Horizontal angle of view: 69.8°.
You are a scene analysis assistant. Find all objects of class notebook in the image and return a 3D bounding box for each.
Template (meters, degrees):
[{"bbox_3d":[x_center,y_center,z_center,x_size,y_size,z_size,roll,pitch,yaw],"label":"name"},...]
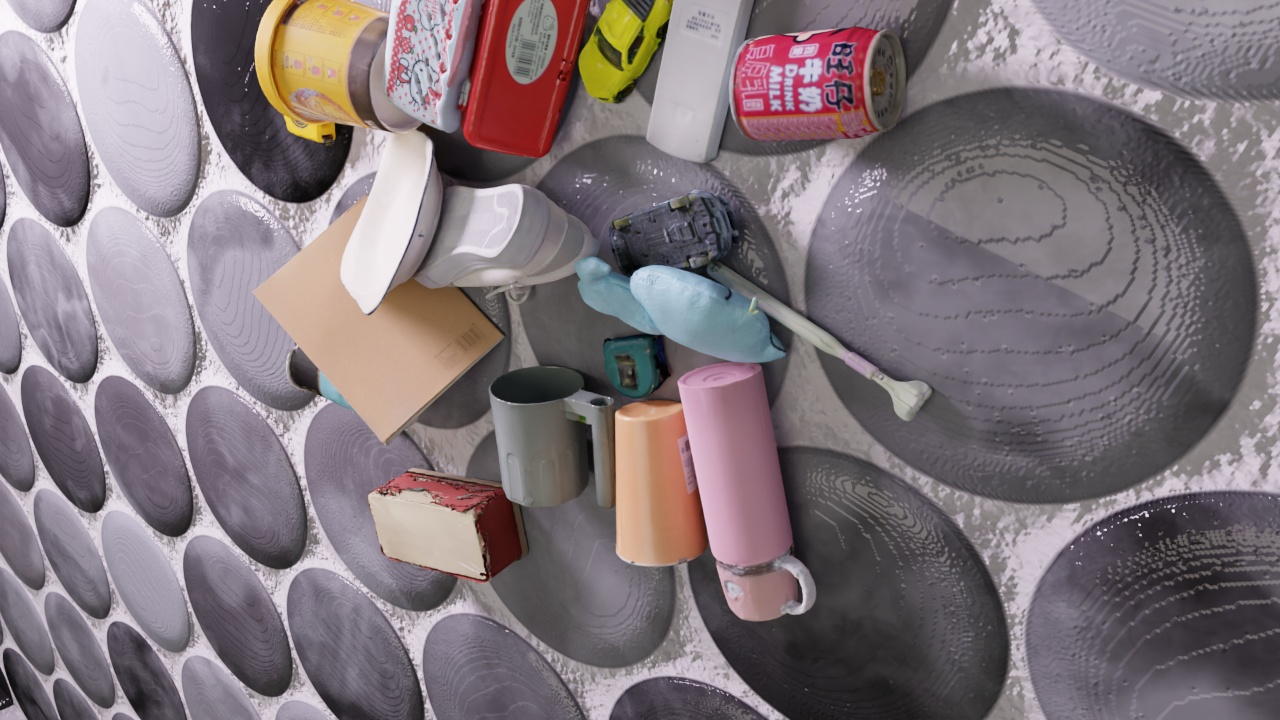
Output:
[{"bbox_3d":[-0.253,-0.044,0.879,0.211,0.149,0.012,45,173,15],"label":"notebook"}]

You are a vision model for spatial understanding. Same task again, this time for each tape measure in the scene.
[{"bbox_3d":[-0.005,0.004,0.767,0.058,0.025,0.054,-5,104,39],"label":"tape measure"},{"bbox_3d":[-0.326,-0.247,0.907,0.060,0.028,0.057,21,120,29],"label":"tape measure"}]

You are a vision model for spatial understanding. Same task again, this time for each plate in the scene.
[{"bbox_3d":[-0.218,-0.125,0.827,0.163,0.034,0.164,37,106,55],"label":"plate"}]

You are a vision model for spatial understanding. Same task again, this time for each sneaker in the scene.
[{"bbox_3d":[-0.120,-0.099,0.788,0.243,0.090,0.089,3,77,55],"label":"sneaker"}]

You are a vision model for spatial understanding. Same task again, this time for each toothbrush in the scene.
[{"bbox_3d":[0.123,-0.020,0.665,0.189,0.020,0.029,36,95,22],"label":"toothbrush"}]

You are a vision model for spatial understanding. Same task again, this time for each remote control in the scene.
[{"bbox_3d":[0.042,-0.210,0.649,0.056,0.019,0.135,27,122,26],"label":"remote control"}]

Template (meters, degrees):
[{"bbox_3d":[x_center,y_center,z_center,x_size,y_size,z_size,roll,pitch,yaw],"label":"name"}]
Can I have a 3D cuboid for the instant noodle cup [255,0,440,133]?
[{"bbox_3d":[-0.246,-0.255,0.792,0.114,0.118,0.119,19,119,22],"label":"instant noodle cup"}]

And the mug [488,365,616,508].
[{"bbox_3d":[-0.072,0.071,0.807,0.124,0.083,0.103,14,118,34],"label":"mug"}]

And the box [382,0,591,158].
[{"bbox_3d":[-0.116,-0.262,0.688,0.160,0.064,0.202,18,123,-3],"label":"box"}]

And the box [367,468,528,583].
[{"bbox_3d":[-0.208,0.171,0.953,0.169,0.077,0.091,3,110,36],"label":"box"}]

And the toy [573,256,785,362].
[{"bbox_3d":[0.029,-0.039,0.684,0.161,0.049,0.156,28,168,-19],"label":"toy"}]

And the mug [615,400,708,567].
[{"bbox_3d":[0.014,0.099,0.761,0.078,0.078,0.123,5,106,36],"label":"mug"}]

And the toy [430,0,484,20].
[{"bbox_3d":[-0.145,-0.347,0.718,0.121,0.054,0.160,35,118,19],"label":"toy"}]

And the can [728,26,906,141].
[{"bbox_3d":[0.112,-0.173,0.580,0.094,0.066,0.066,8,112,35],"label":"can"}]

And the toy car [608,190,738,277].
[{"bbox_3d":[0.023,-0.095,0.701,0.121,0.036,0.054,-9,104,49],"label":"toy car"}]

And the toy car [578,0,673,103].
[{"bbox_3d":[-0.014,-0.236,0.674,0.048,0.032,0.105,49,131,11],"label":"toy car"}]

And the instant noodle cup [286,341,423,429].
[{"bbox_3d":[-0.272,0.009,0.928,0.120,0.111,0.111,29,123,15],"label":"instant noodle cup"}]

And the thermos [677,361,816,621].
[{"bbox_3d":[0.085,0.104,0.708,0.087,0.067,0.198,3,108,52],"label":"thermos"}]
